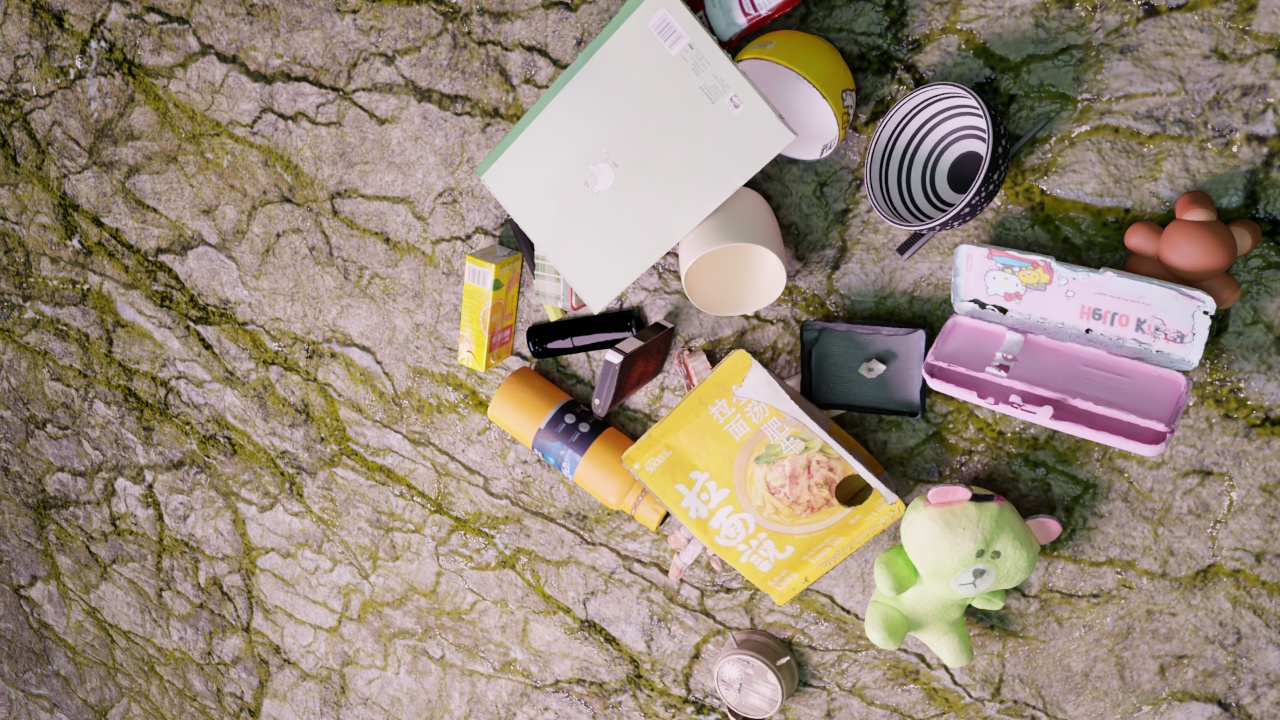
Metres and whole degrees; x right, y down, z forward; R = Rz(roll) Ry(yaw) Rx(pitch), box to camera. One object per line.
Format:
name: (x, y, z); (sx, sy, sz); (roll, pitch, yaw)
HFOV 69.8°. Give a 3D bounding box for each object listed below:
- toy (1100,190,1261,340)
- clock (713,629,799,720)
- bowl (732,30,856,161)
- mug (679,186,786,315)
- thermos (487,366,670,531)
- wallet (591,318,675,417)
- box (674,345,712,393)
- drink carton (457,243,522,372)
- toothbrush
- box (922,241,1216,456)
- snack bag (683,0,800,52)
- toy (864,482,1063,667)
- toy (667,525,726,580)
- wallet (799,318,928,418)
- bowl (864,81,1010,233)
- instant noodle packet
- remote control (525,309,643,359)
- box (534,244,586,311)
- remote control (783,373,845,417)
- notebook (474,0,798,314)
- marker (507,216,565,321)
toy: (0.418, -0.066, 0.728); (0.095, 0.065, 0.128); (41, 132, 14)
clock: (0.125, 0.375, 1.043); (0.093, 0.054, 0.141); (17, 113, 22)
bowl: (0.136, -0.238, 0.795); (0.117, 0.067, 0.117); (31, 162, 11)
mug: (0.088, -0.103, 0.866); (0.096, 0.099, 0.120); (-14, 139, 16)
thermos: (-0.058, 0.101, 1.038); (0.233, 0.091, 0.076); (34, 92, 14)
wallet: (-0.006, 0.005, 0.938); (0.019, 0.122, 0.072); (28, 119, 17)
box: (0.083, 0.072, 0.956); (0.041, 0.082, 0.187); (-21, 96, 0)
drink carton: (-0.170, -0.059, 1.043); (0.043, 0.058, 0.135); (21, 118, 20)
toothbrush: (0.285, -0.146, 0.791); (0.013, 0.012, 0.168); (52, 123, 13)
box: (0.347, -0.013, 0.759); (0.202, 0.077, 0.146); (21, 102, 35)
snack bag: (0.114, -0.333, 0.765); (0.208, 0.066, 0.138); (-31, 48, 37)
toy: (0.288, 0.188, 0.856); (0.150, 0.107, 0.197); (16, 113, -13)
toy: (0.065, 0.177, 0.988); (0.074, 0.085, 0.106); (11, 108, 10)
wallet: (0.207, 0.006, 0.851); (0.115, 0.026, 0.089); (6, 109, 24)
bowl: (0.255, -0.162, 0.762); (0.120, 0.066, 0.120); (-13, 74, 51)
instant noodle packet: (0.112, 0.108, 0.866); (0.221, 0.084, 0.163); (40, 109, -19)
remote control: (-0.063, -0.027, 1.019); (0.152, 0.020, 0.041); (-8, 105, 29)
box: (-0.054, -0.159, 0.912); (0.051, 0.117, 0.206); (15, 113, 28)
remote control: (0.193, 0.026, 0.896); (0.144, 0.024, 0.049); (-25, 95, 32)
notebook: (-0.014, -0.183, 0.814); (0.253, 0.010, 0.182); (-40, 92, 28)
marker: (-0.116, -0.103, 1.020); (0.124, 0.017, 0.021); (66, 167, -5)
